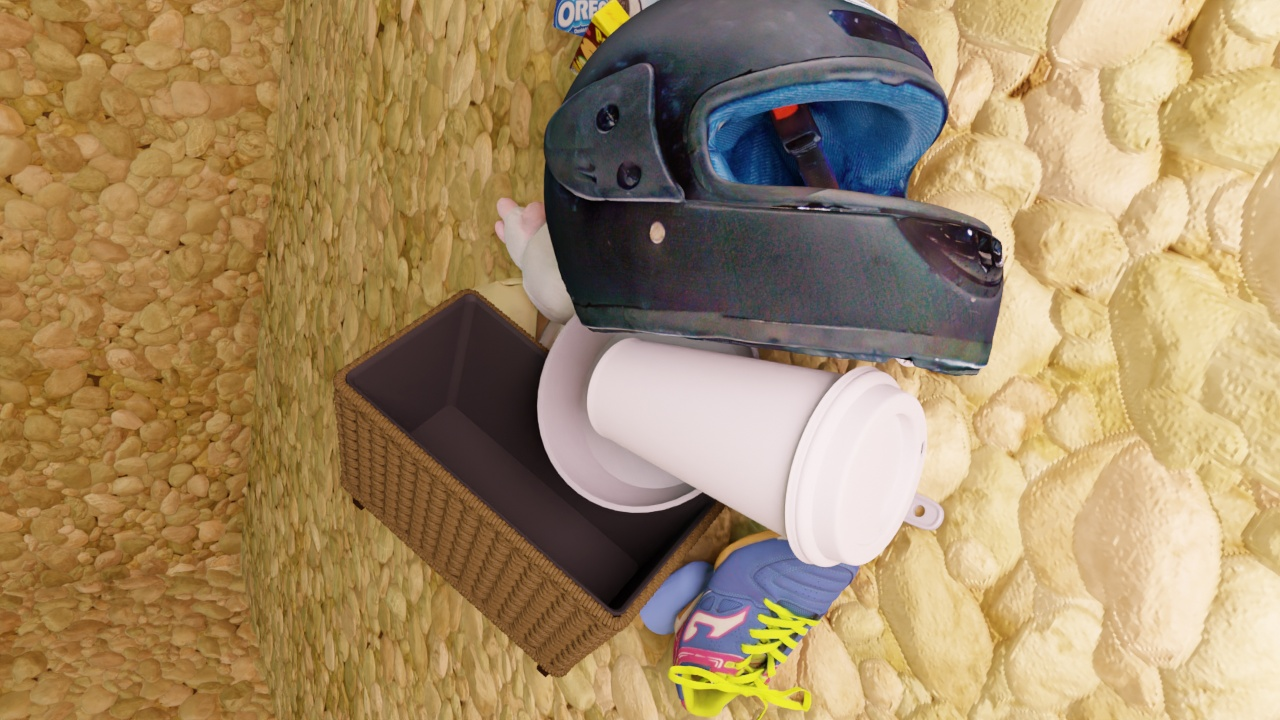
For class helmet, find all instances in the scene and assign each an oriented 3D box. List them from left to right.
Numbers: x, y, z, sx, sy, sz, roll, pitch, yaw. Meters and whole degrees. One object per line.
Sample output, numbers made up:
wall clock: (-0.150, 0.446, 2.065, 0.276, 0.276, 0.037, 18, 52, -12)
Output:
helmet: (0.080, -0.123, 0.591, 0.317, 0.248, 0.236, 9, 94, 49)

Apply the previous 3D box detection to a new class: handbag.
handbag: (-0.176, -0.001, 1.076, 0.191, 0.088, 0.232, -39, 38, 35)

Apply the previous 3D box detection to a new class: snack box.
snack box: (-0.029, -0.281, 0.861, 0.061, 0.025, 0.149, 50, 170, -8)
snack box: (-0.013, -0.338, 0.901, 0.226, 0.059, 0.059, 41, 129, 49)

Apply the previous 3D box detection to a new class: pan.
pan: (0.069, 0.053, 0.724, 0.357, 0.050, 0.200, 23, 85, 29)

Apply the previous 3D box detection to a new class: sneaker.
sneaker: (0.098, 0.213, 0.715, 0.243, 0.116, 0.090, 121, 164, -46)

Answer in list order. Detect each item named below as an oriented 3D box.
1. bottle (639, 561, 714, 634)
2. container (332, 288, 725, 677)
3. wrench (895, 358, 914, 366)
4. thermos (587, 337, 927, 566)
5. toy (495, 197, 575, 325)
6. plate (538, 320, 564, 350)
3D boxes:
bottle: (0.049, 0.208, 0.828, 0.131, 0.048, 0.048, -45, 54, 49)
container: (-0.122, 0.130, 0.867, 0.321, 0.175, 0.206, 39, 138, 10)
wrench: (0.126, -0.048, 0.734, 0.273, 0.009, 0.047, 31, 117, 53)
thermos: (0.070, 0.049, 0.638, 0.222, 0.131, 0.131, 18, 107, 39)
toy: (-0.088, -0.104, 0.954, 0.179, 0.101, 0.139, 41, 157, 23)
plate: (-0.084, 0.010, 1.038, 0.157, 0.014, 0.156, -26, 57, 50)
